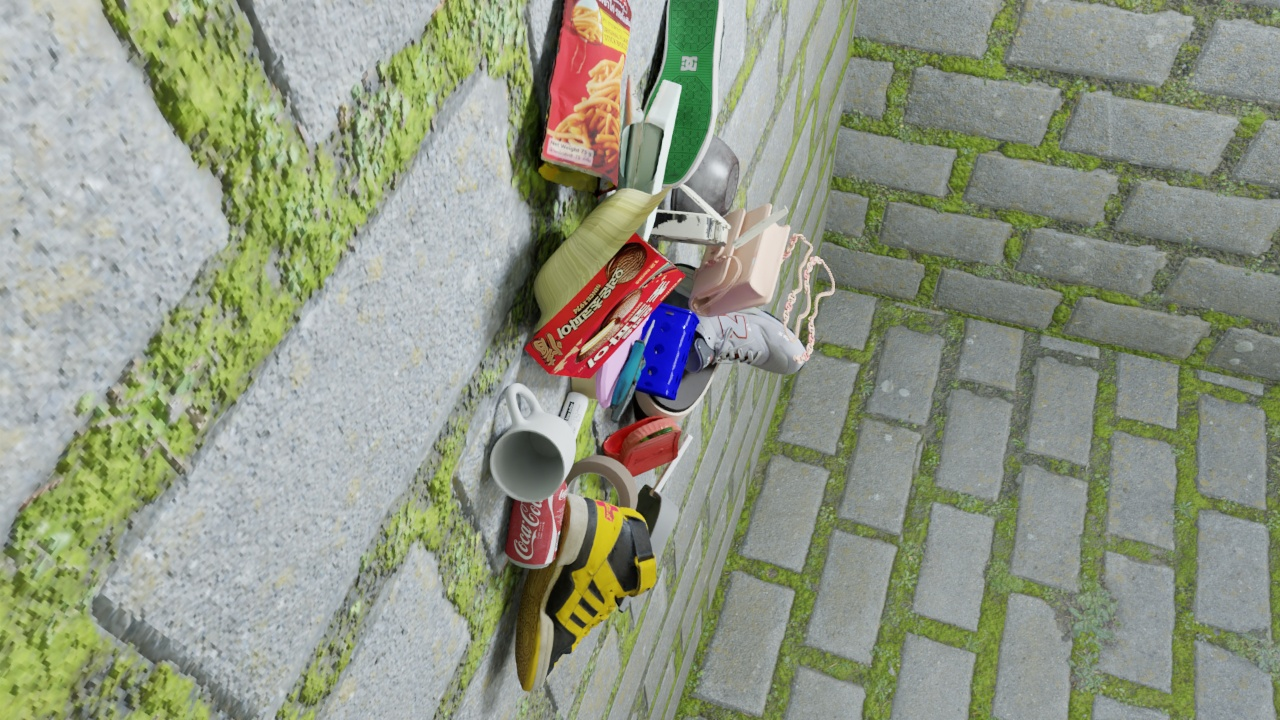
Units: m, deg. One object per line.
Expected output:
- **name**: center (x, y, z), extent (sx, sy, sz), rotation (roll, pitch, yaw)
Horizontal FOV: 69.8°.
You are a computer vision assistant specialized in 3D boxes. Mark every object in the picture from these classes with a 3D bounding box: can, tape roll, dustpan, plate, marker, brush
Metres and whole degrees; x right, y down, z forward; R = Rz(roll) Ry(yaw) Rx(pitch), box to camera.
- **can**: center (-0.108, 0.161, 0.949), extent (0.054, 0.054, 0.097), rotation (-30, 132, -71)
- **tape roll**: center (-0.052, 0.161, 1.081), extent (0.030, 0.094, 0.094), rotation (-26, 129, -72)
- **dustpan**: center (0.015, 0.225, 1.337), extent (0.257, 0.033, 0.163), rotation (-58, -169, -3)
- **plate**: center (-0.048, -0.104, 0.836), extent (0.184, 0.036, 0.184), rotation (-46, -171, 9)
- **marker**: center (-0.088, 0.096, 1.018), extent (0.025, 0.025, 0.125), rotation (66, 41, -68)
- **brush**: center (-0.020, -0.042, 1.102), extent (0.228, 0.043, 0.089), rotation (-62, 160, -43)

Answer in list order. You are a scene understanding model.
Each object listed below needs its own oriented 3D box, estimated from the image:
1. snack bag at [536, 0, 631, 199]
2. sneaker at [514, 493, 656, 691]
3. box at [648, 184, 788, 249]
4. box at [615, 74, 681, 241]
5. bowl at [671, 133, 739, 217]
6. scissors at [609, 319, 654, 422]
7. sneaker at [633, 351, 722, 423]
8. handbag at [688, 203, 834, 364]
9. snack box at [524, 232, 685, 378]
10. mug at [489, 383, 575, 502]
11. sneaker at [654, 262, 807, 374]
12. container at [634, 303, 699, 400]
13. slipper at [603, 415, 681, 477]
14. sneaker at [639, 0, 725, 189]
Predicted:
- **snack bag**: center (-0.048, -0.258, 0.804), extent (0.138, 0.067, 0.208), rotation (21, 75, -70)
- **sneaker**: center (-0.061, 0.263, 1.028), extent (0.086, 0.122, 0.239), rotation (-128, -128, -62)
- **box**: center (0.096, -0.181, 1.148), extent (0.143, 0.182, 0.081), rotation (-18, 114, -77)
- **box**: center (0.002, -0.187, 0.925), extent (0.199, 0.072, 0.086), rotation (103, -28, -57)
- **bowl**: center (0.098, -0.253, 1.301), extent (0.145, 0.067, 0.145), rotation (15, 89, -76)
- **scissors**: center (-0.007, 0.006, 1.070), extent (0.135, 0.019, 0.130), rotation (-16, 119, -76)
- **sneaker**: center (0.061, -0.003, 1.384), extent (0.117, 0.111, 0.292), rotation (-52, -168, 49)
- **handbag**: center (0.161, -0.092, 1.273), extent (0.187, 0.117, 0.198), rotation (44, 47, -30)
- **snack box**: center (-0.031, -0.051, 0.923), extent (0.152, 0.036, 0.132), rotation (-47, 168, 7)
- **mug**: center (-0.102, 0.070, 0.879), extent (0.089, 0.071, 0.107), rotation (-57, 131, -74)
- **sneaker**: center (0.112, -0.027, 1.300), extent (0.124, 0.240, 0.089), rotation (-55, 179, -34)
- **container**: center (0.020, -0.013, 1.210), extent (0.085, 0.084, 0.113), rotation (34, 73, -76)
- **slipper**: center (0.001, 0.111, 1.237), extent (0.249, 0.103, 0.059), rotation (96, -30, -72)
- **sneaker**: center (0.056, -0.311, 1.055), extent (0.079, 0.084, 0.235), rotation (-4, 104, -75)
